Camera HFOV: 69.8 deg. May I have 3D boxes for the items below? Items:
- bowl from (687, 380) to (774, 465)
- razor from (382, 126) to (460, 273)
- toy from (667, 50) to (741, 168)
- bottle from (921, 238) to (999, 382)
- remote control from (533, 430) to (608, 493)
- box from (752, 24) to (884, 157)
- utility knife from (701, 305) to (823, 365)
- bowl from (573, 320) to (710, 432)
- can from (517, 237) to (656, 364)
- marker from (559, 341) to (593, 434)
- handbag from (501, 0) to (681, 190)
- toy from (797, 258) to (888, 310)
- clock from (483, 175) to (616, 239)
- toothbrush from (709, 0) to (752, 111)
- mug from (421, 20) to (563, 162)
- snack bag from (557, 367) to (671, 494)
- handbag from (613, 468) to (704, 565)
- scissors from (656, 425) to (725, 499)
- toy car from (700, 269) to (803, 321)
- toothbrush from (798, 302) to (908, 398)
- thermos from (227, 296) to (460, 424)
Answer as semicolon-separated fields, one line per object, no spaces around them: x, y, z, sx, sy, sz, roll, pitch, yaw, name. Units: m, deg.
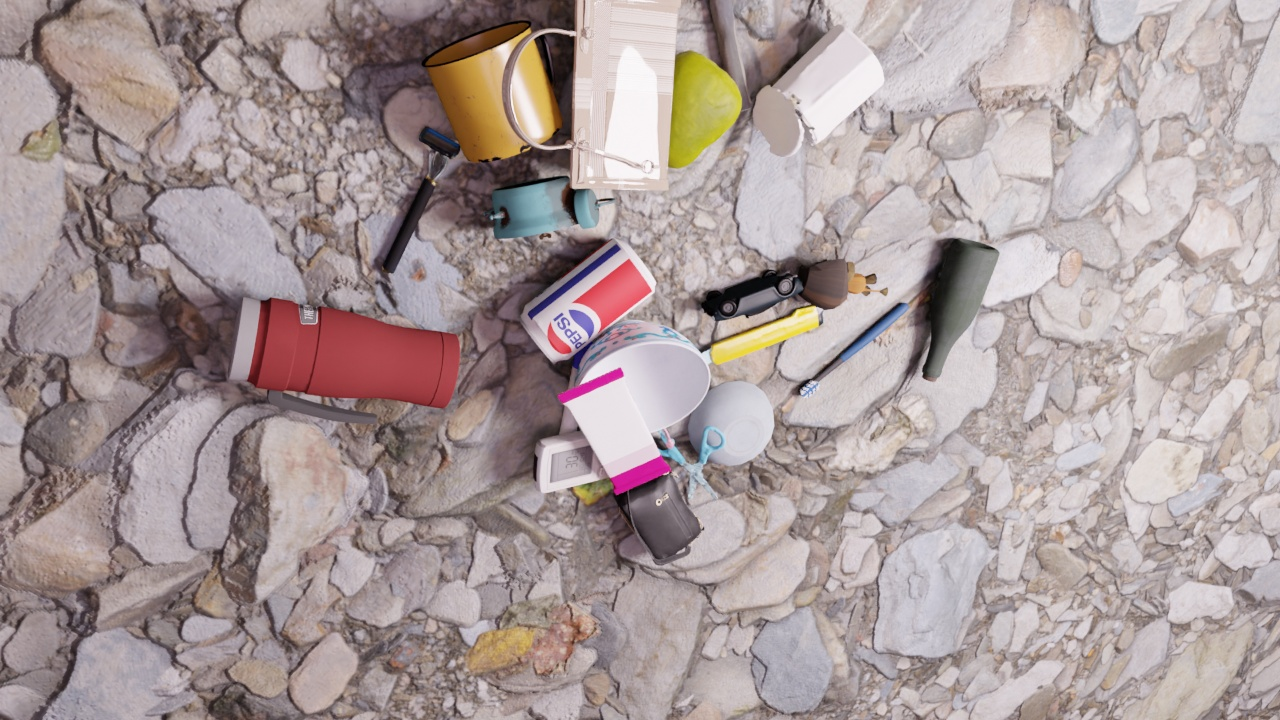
0.112;0.080;1.072;0.106;0.039;0.106;-7;115;-16;bowl
-0.212;-0.147;0.870;0.043;0.022;0.144;33;108;14;razor
0.044;-0.241;0.900;0.090;0.051;0.110;30;103;-25;toy
0.373;-0.056;1.096;0.055;0.055;0.174;5;112;-21;bottle
-0.056;0.104;1.014;0.138;0.025;0.060;-10;118;-32;remote control
0.172;-0.265;0.916;0.143;0.089;0.080;-44;82;5;box
0.111;-0.018;1.041;0.223;0.019;0.030;-21;112;-15;utility knife
-0.006;0.006;0.966;0.144;0.074;0.144;-9;139;-9;bowl
-0.054;-0.061;0.933;0.132;0.070;0.070;-38;120;-1;can
-0.072;0.047;1.004;0.020;0.020;0.142;5;111;-21;marker
-0.048;-0.236;0.802;0.197;0.062;0.176;-18;117;-50;handbag
0.227;-0.086;1.028;0.100;0.062;0.076;4;148;-6;toy
-0.085;-0.147;0.876;0.124;0.090;0.053;-14;107;-13;clock
0.080;-0.334;0.889;0.024;0.022;0.186;-38;123;-37;toothbrush
-0.120;-0.243;0.820;0.123;0.101;0.094;-42;126;-32;mug
-0.024;0.079;0.969;0.070;0.016;0.197;-25;139;0;snack bag
0.027;0.184;1.081;0.079;0.054;0.128;-34;117;-7;handbag
0.070;0.115;1.064;0.111;0.015;0.141;-21;127;30;scissors
0.123;-0.069;1.007;0.112;0.046;0.034;-21;116;-12;toy car
0.255;-0.013;1.097;0.168;0.014;0.014;-40;108;1;toothbrush
-0.282;0.006;0.874;0.198;0.084;0.108;10;108;-25;thermos
